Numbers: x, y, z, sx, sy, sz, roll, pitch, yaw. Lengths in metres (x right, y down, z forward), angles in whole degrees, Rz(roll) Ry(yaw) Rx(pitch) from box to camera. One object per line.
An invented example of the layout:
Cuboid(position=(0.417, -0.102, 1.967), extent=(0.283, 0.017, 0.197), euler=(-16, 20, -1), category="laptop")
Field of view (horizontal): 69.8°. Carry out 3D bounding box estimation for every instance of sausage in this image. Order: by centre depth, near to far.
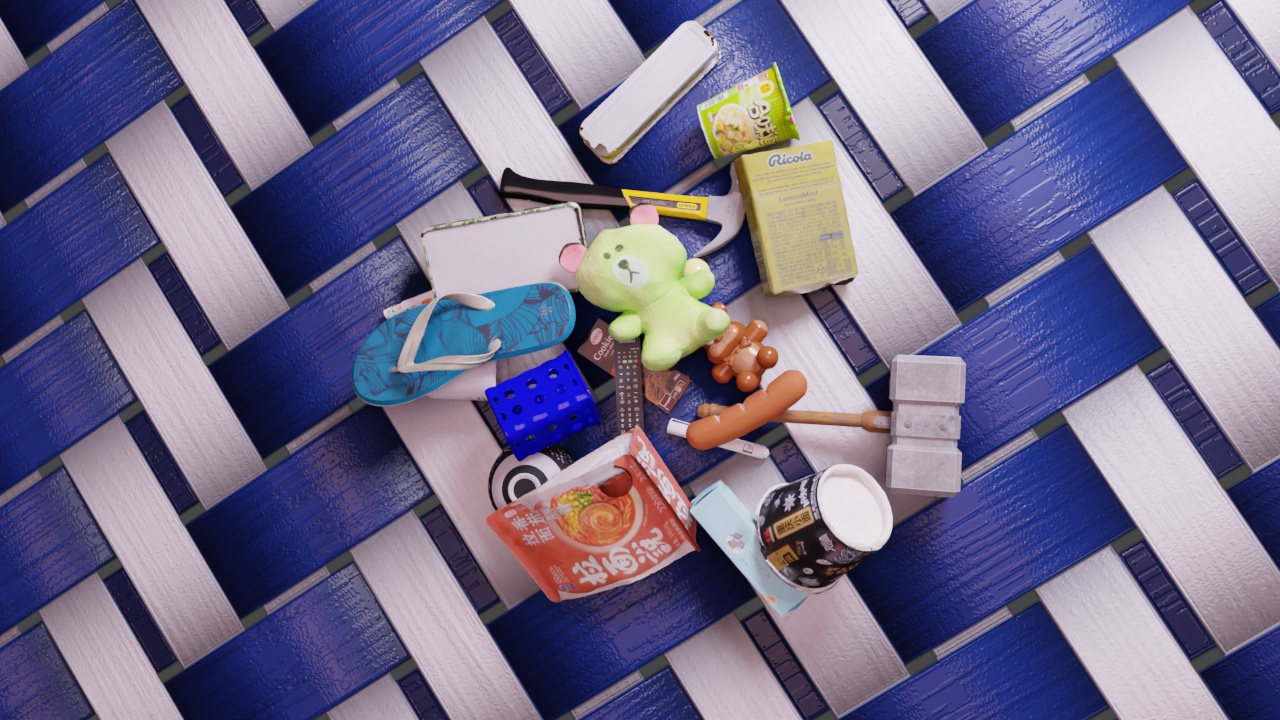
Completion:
Cuboid(position=(0.130, 0.063, 1.113), extent=(0.164, 0.039, 0.044), euler=(-31, 78, 18), category="sausage")

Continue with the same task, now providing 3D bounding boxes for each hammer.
Cuboid(position=(0.226, 0.071, 1.129), extent=(0.318, 0.083, 0.162), euler=(3, 89, 14), category="hammer")
Cuboid(position=(-0.024, -0.207, 1.181), extent=(0.324, 0.029, 0.127), euler=(8, 90, 8), category="hammer")

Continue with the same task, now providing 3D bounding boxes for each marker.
Cuboid(position=(0.099, 0.099, 1.166), extent=(0.133, 0.017, 0.020), euler=(15, 89, 7), category="marker")
Cuboid(position=(-0.271, -0.086, 1.213), extent=(0.145, 0.017, 0.017), euler=(-21, 87, 6), category="marker")

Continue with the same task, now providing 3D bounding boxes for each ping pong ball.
Cuboid(position=(0.069, -0.109, 1.161), extent=(0.040, 0.040, 0.040), euler=(0, 89, 7), category="ping pong ball")

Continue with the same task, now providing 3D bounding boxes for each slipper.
Cuboid(position=(-0.224, -0.032, 1.113), extent=(0.295, 0.060, 0.118), euler=(-17, 70, 7), category="slipper")

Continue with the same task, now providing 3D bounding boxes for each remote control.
Cuboid(position=(-0.014, 0.033, 1.147), extent=(0.033, 0.015, 0.147), euler=(-3, 89, 7), category="remote control")

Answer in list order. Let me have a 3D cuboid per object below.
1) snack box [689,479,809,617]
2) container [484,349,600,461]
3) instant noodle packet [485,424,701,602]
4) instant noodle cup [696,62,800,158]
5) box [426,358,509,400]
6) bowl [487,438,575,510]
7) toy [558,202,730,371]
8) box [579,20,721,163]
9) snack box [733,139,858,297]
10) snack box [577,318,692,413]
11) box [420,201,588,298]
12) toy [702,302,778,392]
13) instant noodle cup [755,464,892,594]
Cuboid(position=(0.135, 0.229, 1.131), extent=(0.053, 0.075, 0.174), euler=(-42, 85, 3), category="snack box")
Cuboid(position=(-0.122, 0.058, 1.137), extent=(0.113, 0.084, 0.085), euler=(-25, 60, -8), category="container")
Cuboid(position=(-0.059, 0.202, 1.136), extent=(0.221, 0.083, 0.164), euler=(-27, 115, 13), category="instant noodle packet")
Cuboid(position=(0.132, -0.302, 1.134), extent=(0.108, 0.098, 0.099), euler=(-17, 87, 15), category="instant noodle cup")
Cuboid(position=(-0.198, -0.009, 1.173), extent=(0.156, 0.084, 0.126), euler=(4, 83, 5), category="box")
Cuboid(position=(-0.140, 0.161, 1.168), extent=(0.120, 0.066, 0.120), euler=(0, 89, 7), category="bowl")
Cuboid(position=(0.012, -0.084, 1.117), extent=(0.150, 0.107, 0.196), euler=(-33, 72, 6), category="toy")
Cuboid(position=(0.013, -0.343, 1.178), extent=(0.210, 0.037, 0.064), euler=(-44, 79, 5), category="box")
Cuboid(position=(0.194, -0.173, 1.136), extent=(0.121, 0.045, 0.181), euler=(-13, 91, -10), category="snack box")
Cuboid(position=(-0.007, 0.007, 1.172), extent=(0.141, 0.031, 0.051), euler=(34, 93, 6), category="snack box")
Cuboid(position=(-0.167, -0.131, 1.167), extent=(0.205, 0.051, 0.118), euler=(-11, 101, 2), category="box")
Cuboid(position=(0.109, -0.023, 1.145), extent=(0.127, 0.065, 0.095), euler=(41, 99, 11), category="toy")
Cuboid(position=(0.219, 0.188, 1.072), extent=(0.137, 0.113, 0.137), euler=(14, 55, -21), category="instant noodle cup")
